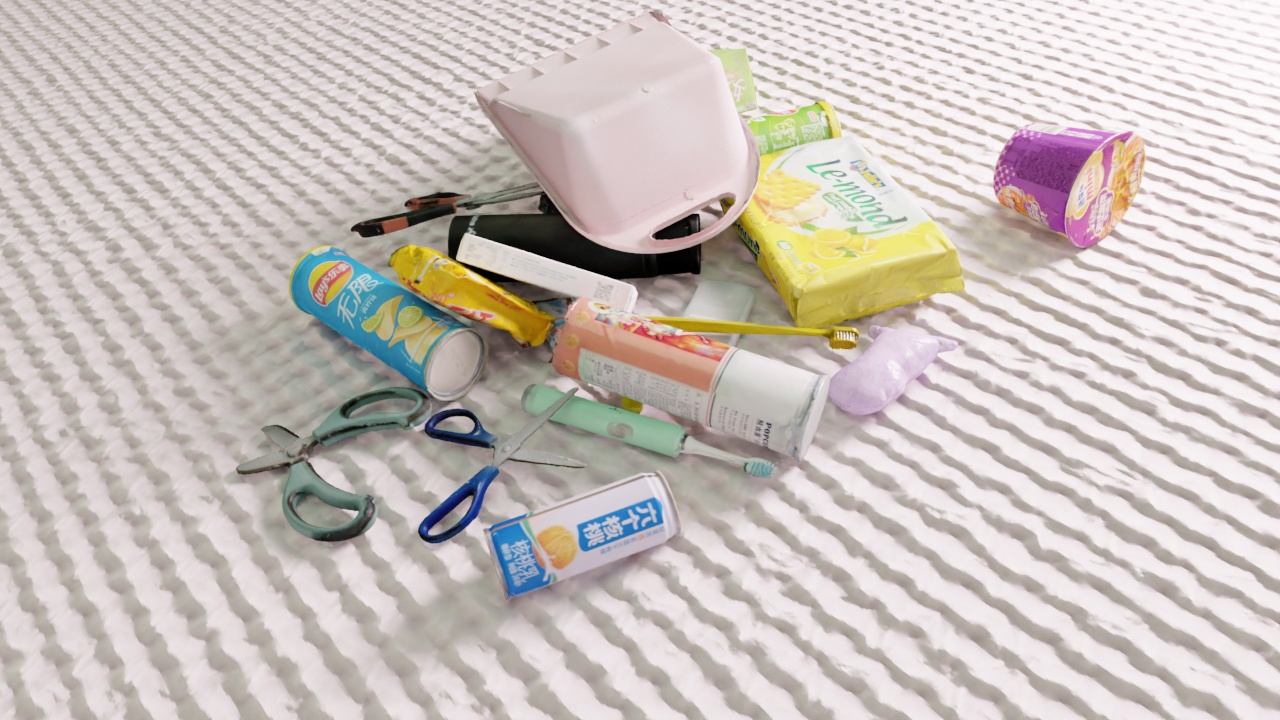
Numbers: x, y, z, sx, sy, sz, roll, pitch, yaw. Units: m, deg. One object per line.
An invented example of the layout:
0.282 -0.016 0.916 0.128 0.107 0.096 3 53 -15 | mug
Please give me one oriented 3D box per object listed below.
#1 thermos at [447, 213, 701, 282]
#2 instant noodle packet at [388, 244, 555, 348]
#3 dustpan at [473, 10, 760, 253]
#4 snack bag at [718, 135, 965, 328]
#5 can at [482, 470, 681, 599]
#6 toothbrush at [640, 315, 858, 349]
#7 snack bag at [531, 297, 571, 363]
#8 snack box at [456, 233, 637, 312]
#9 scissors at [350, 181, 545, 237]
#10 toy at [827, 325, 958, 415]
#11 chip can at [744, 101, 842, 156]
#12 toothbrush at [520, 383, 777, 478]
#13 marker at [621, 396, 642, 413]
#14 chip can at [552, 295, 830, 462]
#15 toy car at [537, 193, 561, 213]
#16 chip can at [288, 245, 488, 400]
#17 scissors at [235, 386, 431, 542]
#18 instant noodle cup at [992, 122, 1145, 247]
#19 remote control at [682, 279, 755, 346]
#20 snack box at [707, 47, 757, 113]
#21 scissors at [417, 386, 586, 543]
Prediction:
-0.061 -0.117 0.912 0.242 0.068 0.089 -1 34 5 | thermos
-0.150 -0.057 0.812 0.111 0.128 0.044 25 88 49 | instant noodle packet
-0.014 -0.221 0.911 0.222 0.139 0.273 -27 36 -9 | dustpan
0.176 -0.124 0.879 0.158 0.068 0.246 -16 44 -7 | snack bag
-0.041 0.124 0.660 0.134 0.053 0.053 -18 44 -11 | can
0.091 -0.024 0.794 0.190 0.016 0.016 4 51 11 | toothbrush
-0.074 -0.029 0.846 0.048 0.026 0.104 -9 42 -14 | snack bag
-0.081 -0.076 0.831 0.157 0.084 0.027 18 92 2 | snack box
-0.197 -0.164 0.966 0.188 0.015 0.227 -28 24 -33 | scissors
0.198 0.006 0.761 0.107 0.039 0.084 -42 35 -26 | toy
0.101 -0.222 0.989 0.221 0.073 0.072 -14 44 -7 | chip can
0.003 0.058 0.743 0.225 0.026 0.027 15 23 22 | toothbrush
-0.005 0.005 0.810 0.018 0.015 0.123 0 41 2 | marker
0.038 0.012 0.737 0.215 0.071 0.071 19 49 18 | chip can
-0.076 -0.163 0.978 0.034 0.043 0.090 14 23 -43 | toy car
-0.235 -0.038 0.845 0.210 0.071 0.071 28 54 32 | chip can
-0.250 0.088 0.750 0.170 0.019 0.181 -17 45 -3 | scissors
0.404 -0.175 0.880 0.111 0.112 0.099 -29 38 -21 | instant noodle cup
0.060 -0.024 0.824 0.056 0.020 0.135 11 46 19 | remote control
0.007 -0.298 1.048 0.210 0.070 0.157 -18 21 -10 | snack box
-0.118 0.074 0.735 0.172 0.012 0.162 -43 45 -18 | scissors
